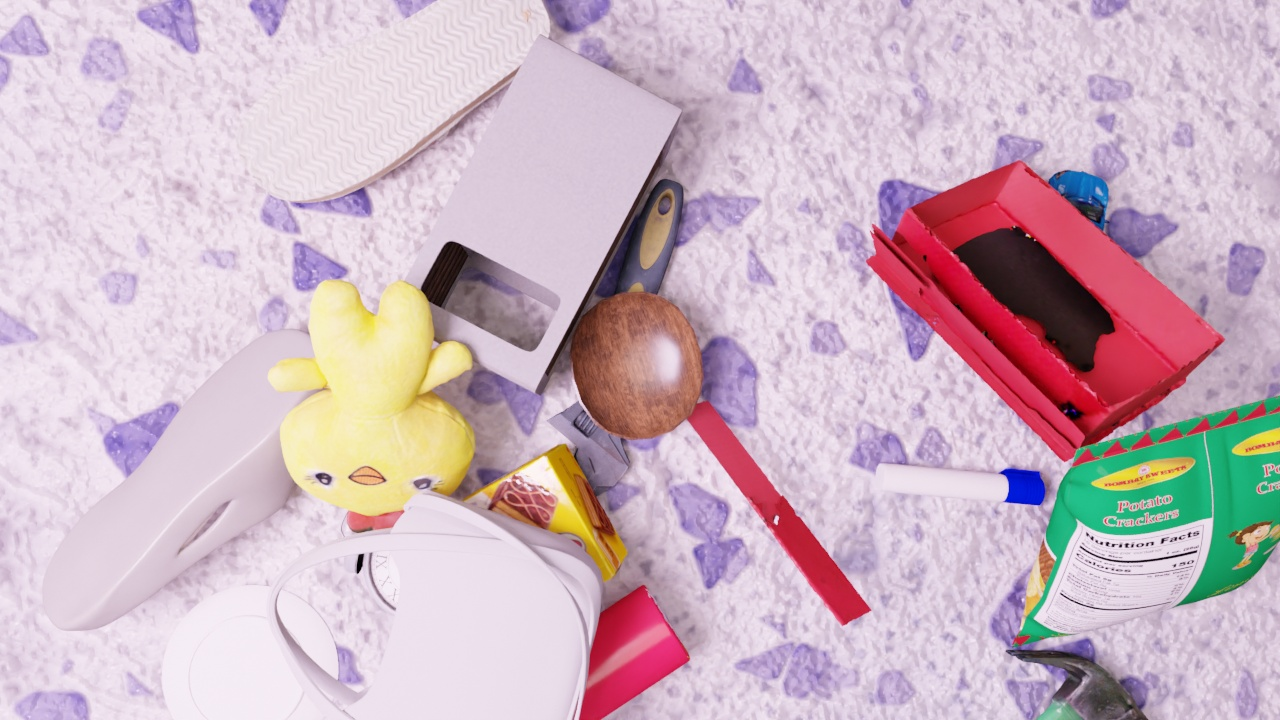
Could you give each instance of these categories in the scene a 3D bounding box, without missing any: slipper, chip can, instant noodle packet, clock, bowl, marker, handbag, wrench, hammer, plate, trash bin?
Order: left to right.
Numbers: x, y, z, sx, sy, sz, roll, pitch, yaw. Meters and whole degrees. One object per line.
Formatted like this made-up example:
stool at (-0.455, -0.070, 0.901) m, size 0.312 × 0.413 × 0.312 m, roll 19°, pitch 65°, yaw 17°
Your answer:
slipper at (-0.320, 0.097, 0.691) m, size 0.113 × 0.080 × 0.265 m, roll 28°, pitch 74°, yaw 41°
plate at (-0.305, 0.244, 0.713) m, size 0.134 × 0.011 × 0.134 m, roll 0°, pitch 87°, yaw -4°
slipper at (-0.192, -0.215, 0.728) m, size 0.263 × 0.052 × 0.115 m, roll -31°, pitch 87°, yaw -1°
clock at (-0.176, 0.149, 0.715) m, size 0.122 × 0.035 × 0.094 m, roll 35°, pitch 85°, yaw -2°
handbag at (-0.148, 0.199, 0.618) m, size 0.222 × 0.095 × 0.215 m, roll 14°, pitch 87°, yaw -1°
trash bin at (-0.076, -0.102, 0.696) m, size 0.114 × 0.114 × 0.228 m, roll 27°, pitch 85°, yaw -2°
chip can at (-0.071, 0.260, 0.698) m, size 0.220 × 0.069 × 0.069 m, roll -32°, pitch 89°, yaw -5°
wrench at (-0.015, -0.016, 0.741) m, size 0.073 × 0.022 × 0.273 m, roll 18°, pitch 86°, yaw -2°
bowl at (-0.004, 0.004, 0.717) m, size 0.102 × 0.026 × 0.114 m, roll -12°, pitch 91°, yaw -8°
marker at (0.261, 0.100, 0.751) m, size 0.133 × 0.023 × 0.027 m, roll 6°, pitch 65°, yaw -3°
hammer at (0.260, 0.358, 0.733) m, size 0.318 × 0.032 × 0.130 m, roll -41°, pitch 91°, yaw -4°
instant noodle packet at (0.386, 0.123, 0.676) m, size 0.195 × 0.253 × 0.090 m, roll -14°, pitch 44°, yaw -4°

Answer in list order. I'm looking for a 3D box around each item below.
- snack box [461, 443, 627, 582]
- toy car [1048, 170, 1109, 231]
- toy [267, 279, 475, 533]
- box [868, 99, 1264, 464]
snack box at (-0.073, 0.131, 0.701) m, size 0.084 × 0.061 × 0.106 m, roll -30°, pitch 89°, yaw 10°
toy car at (0.356, -0.099, 0.758) m, size 0.056 × 0.043 × 0.120 m, roll 13°, pitch 85°, yaw -3°
toy at (-0.182, 0.035, 0.640) m, size 0.134 × 0.208 × 0.092 m, roll 2°, pitch 42°, yaw -8°
box at (0.291, -0.065, 0.643) m, size 0.164 × 0.153 × 0.213 m, roll -23°, pitch 59°, yaw -26°
